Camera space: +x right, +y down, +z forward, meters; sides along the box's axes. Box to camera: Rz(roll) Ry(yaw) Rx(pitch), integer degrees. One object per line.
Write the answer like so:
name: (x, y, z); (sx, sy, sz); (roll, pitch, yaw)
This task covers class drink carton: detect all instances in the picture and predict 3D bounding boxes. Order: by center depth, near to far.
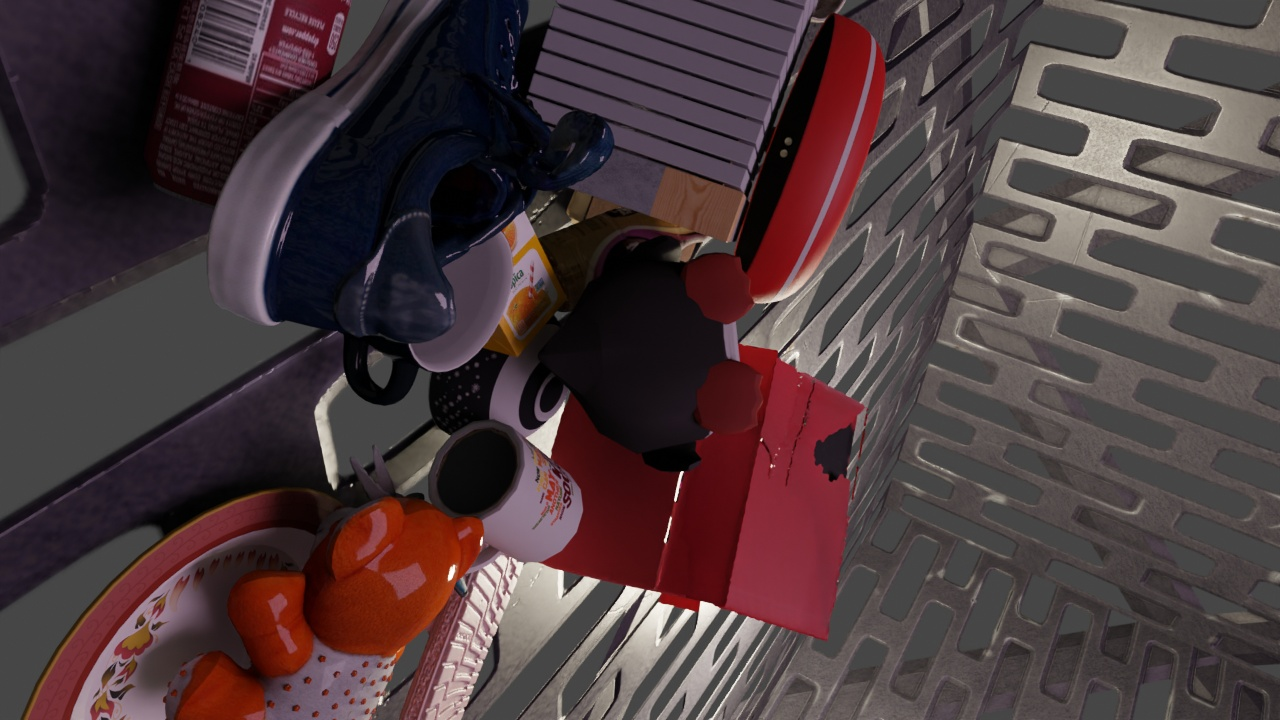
drink carton: (-0.100, -0.068, 0.586); (0.058, 0.040, 0.122); (-53, 138, -29)

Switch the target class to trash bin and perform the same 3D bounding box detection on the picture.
trash bin: (0.033, -0.216, 0.586); (0.142, 0.142, 0.247); (-42, 152, -79)

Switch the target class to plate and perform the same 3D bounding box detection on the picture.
plate: (-0.254, 0.177, 0.541); (0.229, 0.021, 0.230); (-46, 150, -38)

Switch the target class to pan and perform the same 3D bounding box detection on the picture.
pan: (0.119, -0.166, 0.733); (0.355, 0.067, 0.209); (-76, -175, -69)

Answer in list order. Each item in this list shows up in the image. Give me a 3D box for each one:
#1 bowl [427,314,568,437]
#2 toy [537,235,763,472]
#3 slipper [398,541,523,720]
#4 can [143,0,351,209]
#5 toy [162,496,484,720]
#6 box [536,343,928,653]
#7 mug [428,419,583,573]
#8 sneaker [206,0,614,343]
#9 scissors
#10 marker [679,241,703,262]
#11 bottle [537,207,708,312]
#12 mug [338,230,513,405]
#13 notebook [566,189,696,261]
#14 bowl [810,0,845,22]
bowl: (-0.091, 0.013, 0.678); (0.119, 0.066, 0.120); (-46, 150, -38)
toy: (-0.004, 0.004, 0.666); (0.184, 0.140, 0.159); (129, -43, -80)
slipper: (-0.150, 0.192, 0.724); (0.094, 0.064, 0.238); (65, 39, -64)
can: (-0.168, -0.123, 0.394); (0.063, 0.063, 0.114); (-1, 113, -65)
toy: (-0.178, 0.151, 0.549); (0.172, 0.093, 0.163); (-53, 153, 1)
box: (0.074, 0.099, 0.755); (0.121, 0.318, 0.210); (79, 24, -70)
mug: (-0.103, 0.105, 0.644); (0.105, 0.073, 0.089); (-51, 144, -8)
sneaker: (-0.075, -0.111, 0.438); (0.293, 0.127, 0.121); (-77, -173, -47)
scissors: (-0.164, 0.125, 0.642); (0.148, 0.019, 0.123); (32, 106, -28)
marker: (0.024, -0.080, 0.905); (0.138, 0.016, 0.022); (-52, 121, -29)
bottle: (-0.001, -0.092, 0.704); (0.165, 0.059, 0.060); (-25, 139, -21)
mug: (-0.137, -0.033, 0.504); (0.085, 0.094, 0.122); (-18, 127, -60)
notebook: (0.024, -0.180, 0.799); (0.225, 0.024, 0.167); (3, 110, -66)
bowl: (0.116, -0.367, 0.741); (0.178, 0.081, 0.178); (-22, 117, -52)
